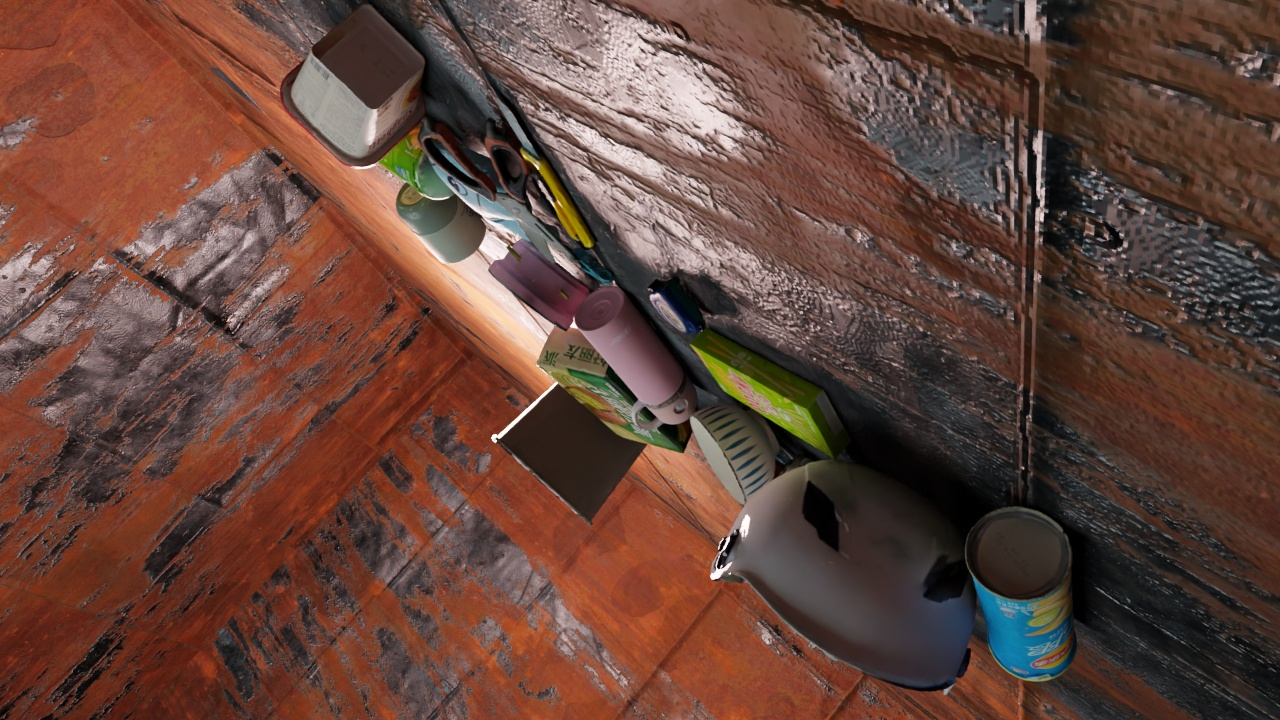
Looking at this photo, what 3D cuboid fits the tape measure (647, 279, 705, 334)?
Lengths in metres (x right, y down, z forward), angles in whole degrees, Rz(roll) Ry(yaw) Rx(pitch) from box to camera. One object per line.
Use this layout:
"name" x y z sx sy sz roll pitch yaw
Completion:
"tape measure" 0.034 -0.051 0.847 0.058 0.025 0.054 49 170 -17

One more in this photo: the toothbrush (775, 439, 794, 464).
"toothbrush" 0.217 0.155 1.043 0.187 0.017 0.016 42 171 5

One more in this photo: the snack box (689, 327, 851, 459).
"snack box" 0.119 0.028 0.855 0.156 0.026 0.086 33 166 45

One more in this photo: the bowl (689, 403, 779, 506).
"bowl" 0.111 0.095 1.013 0.116 0.066 0.116 58 171 15

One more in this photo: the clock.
"clock" -0.115 -0.093 1.093 0.117 0.060 0.158 38 -178 0

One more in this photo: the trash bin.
"trash bin" -0.086 0.106 1.413 0.198 0.219 0.199 42 171 -4

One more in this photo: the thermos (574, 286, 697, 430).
"thermos" -0.006 0.006 1.069 0.198 0.087 0.067 52 179 -42

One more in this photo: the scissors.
"scissors" -0.126 -0.164 0.898 0.197 0.015 0.214 22 154 -9

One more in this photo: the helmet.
"helmet" 0.191 0.169 0.792 0.229 0.146 0.258 25 179 8

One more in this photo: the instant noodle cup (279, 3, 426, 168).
"instant noodle cup" -0.267 -0.264 0.874 0.116 0.116 0.124 44 159 -13

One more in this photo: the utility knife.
"utility knife" -0.088 -0.166 0.850 0.033 0.015 0.218 33 166 32

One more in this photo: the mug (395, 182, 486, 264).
"mug" -0.272 -0.204 1.241 0.106 0.082 0.111 52 -162 -47

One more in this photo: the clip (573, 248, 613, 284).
"clip" -0.050 -0.100 0.995 0.055 0.013 0.034 35 169 32

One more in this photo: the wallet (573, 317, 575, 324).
"wallet" -0.060 -0.046 1.217 0.101 0.032 0.125 42 170 16

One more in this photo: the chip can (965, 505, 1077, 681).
"chip can" 0.298 0.187 0.712 0.071 0.071 0.210 34 168 38

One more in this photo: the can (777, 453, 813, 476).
"can" 0.213 0.165 0.985 0.147 0.058 0.058 38 170 20

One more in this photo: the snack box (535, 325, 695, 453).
"snack box" -0.024 0.040 1.206 0.115 0.063 0.240 12 159 34

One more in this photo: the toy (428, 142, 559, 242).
"toy" -0.155 -0.176 0.972 0.161 0.049 0.156 30 167 -2

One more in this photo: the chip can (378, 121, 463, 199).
"chip can" -0.283 -0.255 1.056 0.221 0.072 0.072 34 168 35

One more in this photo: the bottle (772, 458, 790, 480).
"bottle" 0.174 0.155 1.083 0.206 0.059 0.060 40 170 10

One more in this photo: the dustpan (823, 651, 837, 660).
"dustpan" 0.206 0.276 1.252 0.258 0.142 0.223 28 163 50
